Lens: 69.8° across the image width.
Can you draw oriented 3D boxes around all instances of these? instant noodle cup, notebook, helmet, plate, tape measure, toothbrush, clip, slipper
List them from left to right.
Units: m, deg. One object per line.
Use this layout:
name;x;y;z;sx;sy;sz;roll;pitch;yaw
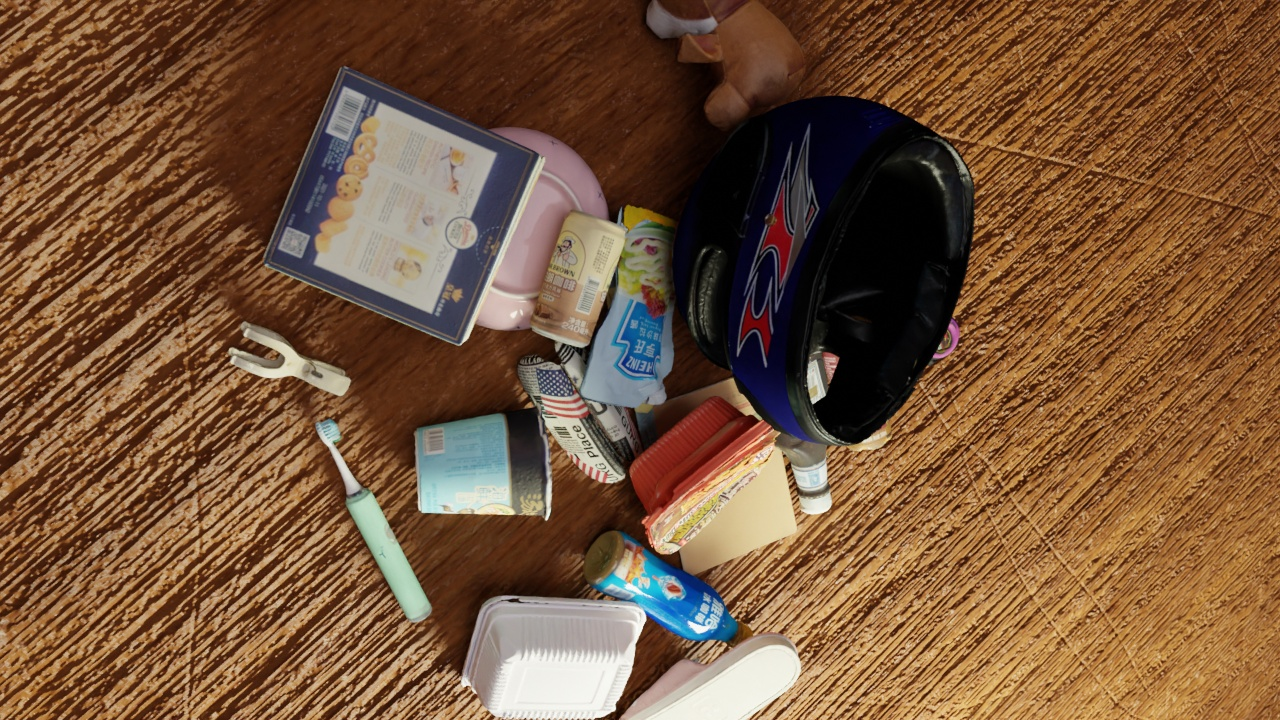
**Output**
clip;-0.314;-0.002;0.816;0.104;0.082;0.034;24;91;-45
toothbrush;-0.254;0.154;0.870;0.027;0.026;0.224;-19;109;5
instant noodle cup;-0.151;0.100;0.864;0.120;0.111;0.111;-4;103;-13
plate;-0.114;-0.120;0.858;0.192;0.039;0.192;-5;104;-22
instant noodle cup;-0.085;0.308;0.926;0.173;0.060;0.138;7;121;-20
slipper;0.057;0.387;1.023;0.274;0.054;0.114;-39;116;8
instant noodle cup;0.057;0.109;0.918;0.164;0.189;0.079;-38;72;-11
notebook;0.093;0.124;1.015;0.147;0.008;0.208;-19;108;-17
helmet;0.146;-0.088;0.854;0.247;0.241;0.315;35;76;-38
tape measure;0.337;-0.031;1.064;0.058;0.039;0.057;-39;113;-5

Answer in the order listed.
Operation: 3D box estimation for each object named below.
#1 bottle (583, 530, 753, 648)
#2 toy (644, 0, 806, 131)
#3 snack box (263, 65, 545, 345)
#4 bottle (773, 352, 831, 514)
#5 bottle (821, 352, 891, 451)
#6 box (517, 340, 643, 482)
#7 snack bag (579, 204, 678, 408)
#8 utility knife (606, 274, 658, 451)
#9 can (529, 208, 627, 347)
bottle;0.038;0.257;0.992;0.218;0.065;0.065;35;87;-25
toy;0.069;-0.323;0.855;0.131;0.139;0.199;-15;111;25
snack box;-0.201;-0.129;0.788;0.182;0.046;0.178;23;92;-6
bottle;0.180;0.078;1.020;0.079;0.044;0.195;-25;112;-29
bottle;0.235;0.013;1.021;0.057;0.057;0.175;-24;110;-16
box;-0.063;0.055;0.912;0.087;0.076;0.163;-27;115;6
snack bag;0.000;-0.048;0.896;0.110;0.039;0.191;15;83;-52
utility knife;-0.006;0.005;0.941;0.031;0.021;0.198;-17;100;-17
can;-0.057;-0.074;0.836;0.058;0.058;0.116;17;95;-25
